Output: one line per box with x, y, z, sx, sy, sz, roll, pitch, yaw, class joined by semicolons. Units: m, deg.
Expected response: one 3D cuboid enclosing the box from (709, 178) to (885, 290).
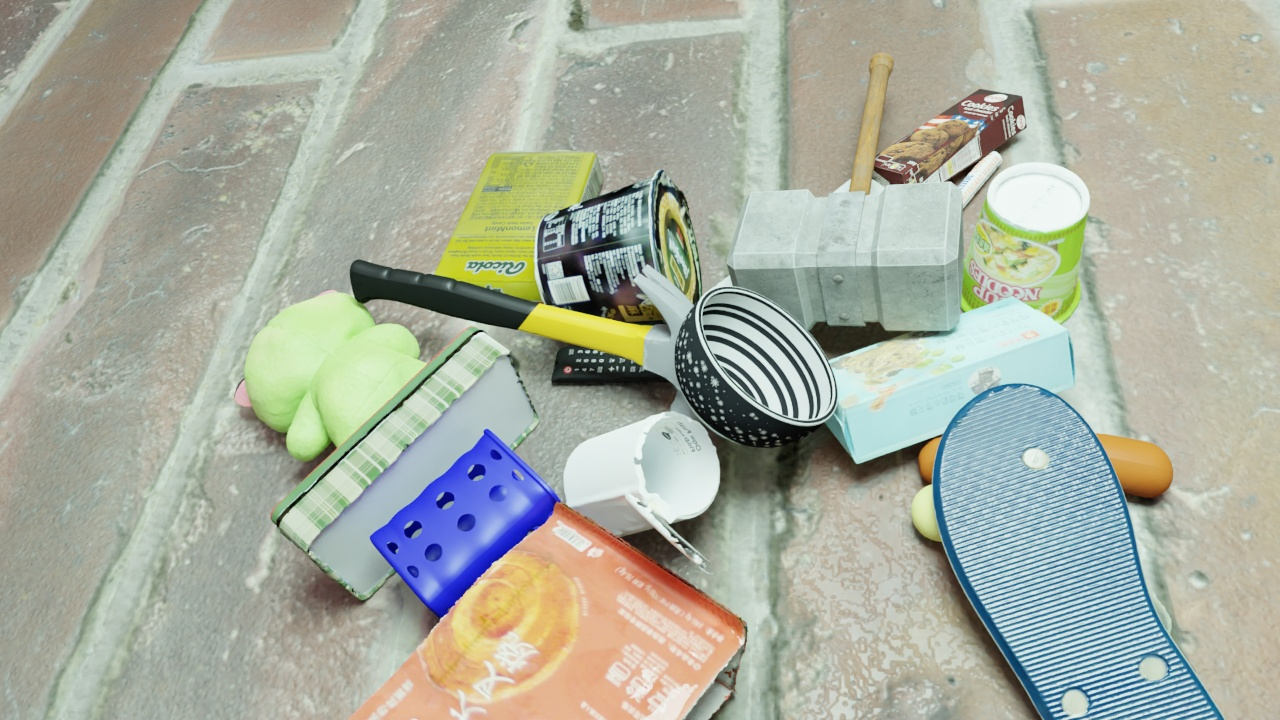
0.141;-0.084;0.790;0.209;0.037;0.064;-38;58;-16;box

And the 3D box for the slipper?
0.271;0.157;0.577;0.118;0.060;0.294;-21;66;4;slipper

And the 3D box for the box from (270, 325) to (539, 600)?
-0.170;0.076;0.696;0.051;0.118;0.205;31;68;27;box

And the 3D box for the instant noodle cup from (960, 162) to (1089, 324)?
0.300;-0.090;0.714;0.099;0.108;0.098;-6;55;9;instant noodle cup

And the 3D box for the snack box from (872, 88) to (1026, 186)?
0.276;-0.195;0.831;0.140;0.032;0.051;-33;34;-12;snack box

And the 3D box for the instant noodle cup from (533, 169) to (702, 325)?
-0.020;-0.082;0.770;0.112;0.137;0.137;-7;53;18;instant noodle cup

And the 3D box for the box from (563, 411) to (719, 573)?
0.005;0.093;0.621;0.156;0.084;0.125;-27;20;48;box

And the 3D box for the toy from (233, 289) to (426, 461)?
-0.259;0.012;0.774;0.197;0.107;0.149;28;66;18;toy

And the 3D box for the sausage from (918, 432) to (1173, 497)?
0.281;0.071;0.644;0.164;0.039;0.044;1;74;13;sausage

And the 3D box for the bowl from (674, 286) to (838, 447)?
0.071;0.014;0.646;0.120;0.067;0.120;23;41;-22;bowl

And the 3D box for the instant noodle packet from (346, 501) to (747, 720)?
-0.064;0.210;0.555;0.164;0.084;0.220;28;47;28;instant noodle packet

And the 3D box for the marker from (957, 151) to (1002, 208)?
0.274;-0.134;0.807;0.017;0.017;0.145;31;66;29;marker

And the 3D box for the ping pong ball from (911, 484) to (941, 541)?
0.208;0.105;0.635;0.040;0.040;0.040;-6;54;8;ping pong ball

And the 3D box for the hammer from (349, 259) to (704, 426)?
-0.097;-0.037;0.742;0.324;0.127;0.029;14;35;17;hammer

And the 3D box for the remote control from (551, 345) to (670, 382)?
-0.005;0.005;0.771;0.147;0.015;0.033;0;55;13;remote control

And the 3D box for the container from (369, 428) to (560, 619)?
-0.120;0.126;0.668;0.113;0.084;0.085;-42;58;-16;container

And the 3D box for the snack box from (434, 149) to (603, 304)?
-0.110;-0.128;0.874;0.121;0.045;0.180;2;53;16;snack box

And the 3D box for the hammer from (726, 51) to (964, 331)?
0.187;-0.165;0.765;0.163;0.083;0.316;1;50;22;hammer

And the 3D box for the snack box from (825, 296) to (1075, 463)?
0.220;0.012;0.677;0.174;0.053;0.075;-20;25;0;snack box
